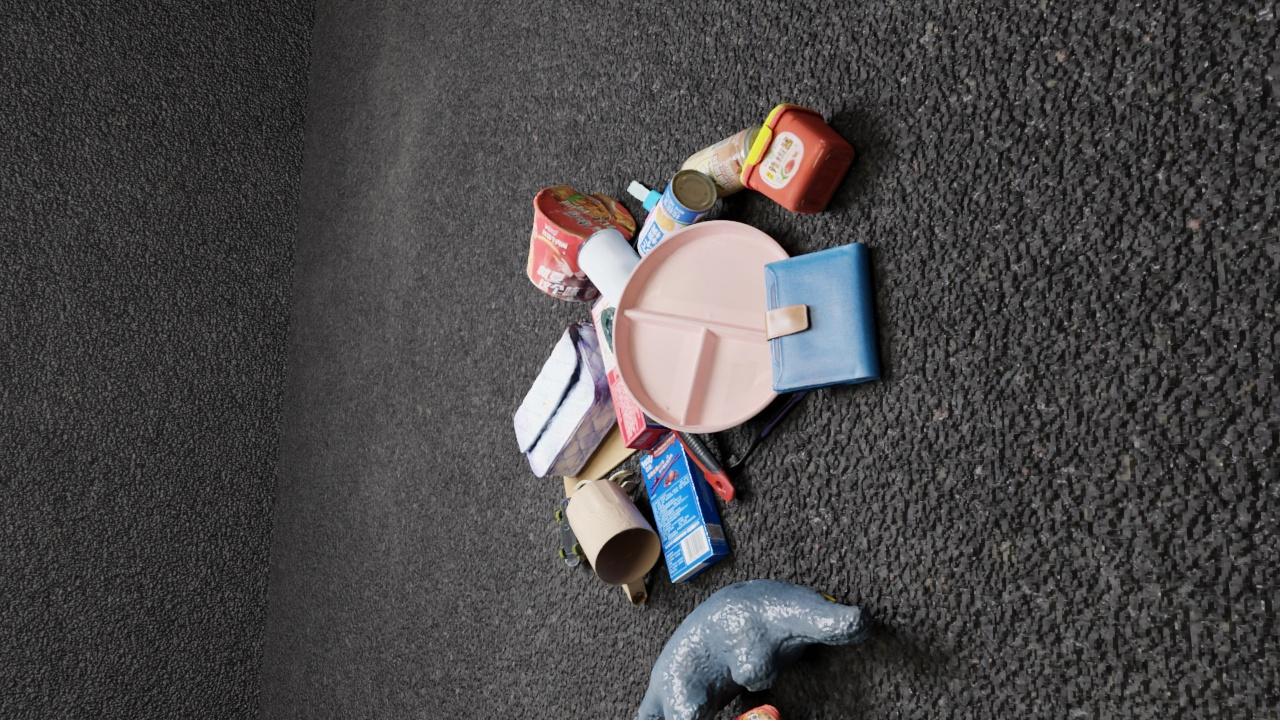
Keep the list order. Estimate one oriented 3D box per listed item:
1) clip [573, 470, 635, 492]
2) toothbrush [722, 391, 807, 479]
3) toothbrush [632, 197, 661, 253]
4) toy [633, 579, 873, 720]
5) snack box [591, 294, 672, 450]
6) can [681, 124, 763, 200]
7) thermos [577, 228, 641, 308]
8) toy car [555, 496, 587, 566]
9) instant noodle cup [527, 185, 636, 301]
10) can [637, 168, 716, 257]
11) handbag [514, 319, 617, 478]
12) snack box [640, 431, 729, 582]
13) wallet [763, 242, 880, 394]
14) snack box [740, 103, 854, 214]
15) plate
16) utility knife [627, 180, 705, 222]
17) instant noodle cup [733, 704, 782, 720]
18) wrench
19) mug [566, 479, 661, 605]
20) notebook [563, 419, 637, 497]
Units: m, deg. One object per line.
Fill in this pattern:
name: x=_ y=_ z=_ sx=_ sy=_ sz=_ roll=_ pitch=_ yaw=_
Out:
clip: x=-0.050 y=0.162 z=1.188 sx=0.103 sy=0.035 sz=0.092 roll=-59 pitch=42 yaw=25
toothbrush: x=0.135 y=0.065 z=0.949 sx=0.190 sy=0.014 sz=0.016 roll=-54 pitch=31 yaw=36
toothbrush: x=-0.010 y=-0.135 z=1.185 sx=0.017 sy=0.014 sz=0.190 roll=60 pitch=138 yaw=29
toy: x=0.085 y=0.290 z=0.890 sx=0.357 sy=0.091 sz=0.137 roll=-47 pitch=22 yaw=32
snack box: x=-0.007 y=0.007 z=1.131 sx=0.058 sy=0.057 sz=0.207 roll=-48 pitch=47 yaw=44
can: x=0.100 y=-0.214 z=1.011 sx=0.116 sy=0.058 sz=0.058 roll=-11 pitch=74 yaw=55
thermos: x=0.011 y=-0.064 z=1.082 sx=0.224 sy=0.073 sz=0.073 roll=52 pitch=127 yaw=31
toy car: x=-0.087 y=0.229 z=1.229 sx=0.042 sy=0.035 sz=0.090 roll=-28 pitch=61 yaw=52
instant noodle cup: x=-0.086 y=-0.150 z=1.218 sx=0.137 sy=0.137 sz=0.109 roll=60 pitch=140 yaw=42
can: x=0.039 y=-0.159 z=1.043 sx=0.135 sy=0.053 sz=0.053 roll=128 pitch=139 yaw=-62
handbag: x=-0.098 y=0.058 z=1.225 sx=0.194 sy=0.075 sz=0.134 roll=-56 pitch=42 yaw=33
snack box: x=0.048 y=0.164 z=1.046 sx=0.085 sy=0.026 sz=0.157 roll=-47 pitch=48 yaw=42
wallet: x=0.170 y=-0.039 z=0.875 sx=0.107 sy=0.040 sz=0.133 roll=-11 pitch=74 yaw=33
snack box: x=0.159 y=-0.196 z=0.909 sx=0.080 sy=0.081 sz=0.091 roll=47 pitch=124 yaw=33
plate: x=0.073 y=-0.035 z=0.978 sx=0.230 sy=0.028 sz=0.229 roll=-7 pitch=77 yaw=31
utility knife: x=0.029 y=-0.189 z=1.149 sx=0.199 sy=0.018 sz=0.034 roll=45 pitch=121 yaw=51
instant noodle cup: x=0.110 y=0.426 z=0.858 sx=0.189 sy=0.079 sz=0.164 roll=-46 pitch=48 yaw=41
wrench: x=0.027 y=0.048 z=1.034 sx=0.273 sy=0.016 sz=0.056 roll=55 pitch=152 yaw=24
mug: x=-0.031 y=0.219 z=1.108 sx=0.103 sy=0.084 sz=0.125 roll=49 pitch=157 yaw=52
notebook: x=-0.058 y=0.084 z=1.236 sx=0.208 sy=0.008 sz=0.147 roll=-42 pitch=51 yaw=44
